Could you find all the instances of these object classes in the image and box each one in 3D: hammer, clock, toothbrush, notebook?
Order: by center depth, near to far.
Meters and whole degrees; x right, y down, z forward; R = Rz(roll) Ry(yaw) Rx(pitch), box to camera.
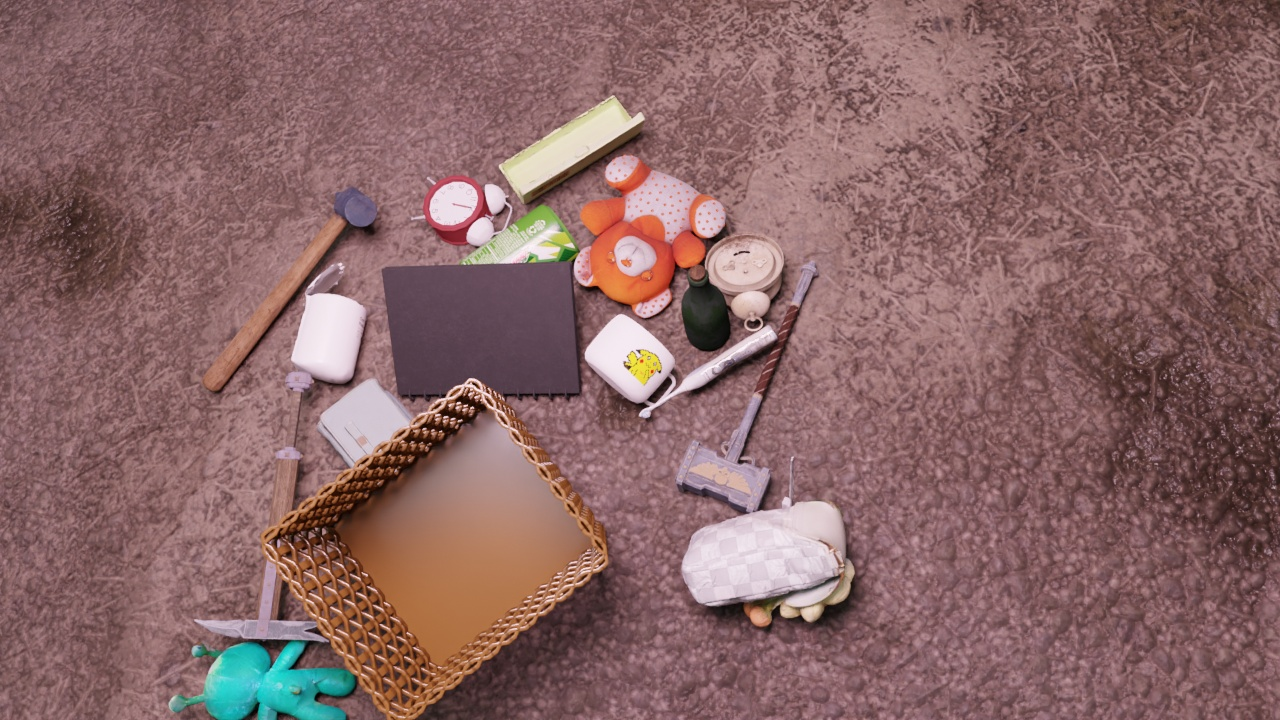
[{"bbox_3d":[0.155,0.131,0.962,0.010,0.182,0.010,22,70,18],"label":"toothbrush"},{"bbox_3d":[0.076,0.015,1.073,0.185,0.022,0.024,-32,31,4],"label":"toothbrush"},{"bbox_3d":[-0.425,0.165,1.079,0.147,0.028,0.316,3,73,-4],"label":"hammer"},{"bbox_3d":[0.147,0.019,1.080,0.098,0.044,0.321,20,73,15],"label":"hammer"},{"bbox_3d":[0.129,-0.089,1.104,0.093,0.055,0.140,-8,54,6],"label":"clock"},{"bbox_3d":[-0.191,-0.032,1.111,0.231,0.019,0.169,-1,106,8],"label":"notebook"},{"bbox_3d":[-0.463,-0.093,1.197,0.321,0.040,0.129,-53,32,-3],"label":"hammer"},{"bbox_3d":[-0.230,-0.197,1.209,0.125,0.044,0.087,13,73,14],"label":"clock"}]

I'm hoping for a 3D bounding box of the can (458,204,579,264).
[{"bbox_3d":[-0.155,-0.123,1.150,0.144,0.083,0.083,-36,70,-5],"label":"can"}]

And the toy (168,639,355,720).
[{"bbox_3d":[-0.420,0.367,1.031,0.193,0.072,0.130,9,66,3],"label":"toy"}]

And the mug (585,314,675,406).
[{"bbox_3d":[-0.006,0.006,1.084,0.115,0.094,0.068,44,82,-23],"label":"mug"}]

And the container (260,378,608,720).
[{"bbox_3d":[-0.193,0.185,0.951,0.251,0.214,0.219,-38,87,-5],"label":"container"}]

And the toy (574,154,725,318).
[{"bbox_3d":[0.003,-0.150,1.126,0.164,0.093,0.172,27,87,2],"label":"toy"}]

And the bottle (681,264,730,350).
[{"bbox_3d":[0.072,-0.065,1.047,0.055,0.174,0.055,-3,70,7],"label":"bottle"}]

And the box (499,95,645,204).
[{"bbox_3d":[-0.086,-0.270,1.206,0.188,0.061,0.133,-34,31,-5],"label":"box"}]

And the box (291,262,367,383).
[{"bbox_3d":[-0.394,-0.053,1.163,0.091,0.081,0.159,11,71,-4],"label":"box"}]

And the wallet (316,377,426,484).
[{"bbox_3d":[-0.322,0.097,1.120,0.100,0.054,0.131,-45,74,-6],"label":"wallet"}]

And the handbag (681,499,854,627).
[{"bbox_3d":[0.136,0.221,0.974,0.172,0.112,0.123,-14,103,16],"label":"handbag"}]
